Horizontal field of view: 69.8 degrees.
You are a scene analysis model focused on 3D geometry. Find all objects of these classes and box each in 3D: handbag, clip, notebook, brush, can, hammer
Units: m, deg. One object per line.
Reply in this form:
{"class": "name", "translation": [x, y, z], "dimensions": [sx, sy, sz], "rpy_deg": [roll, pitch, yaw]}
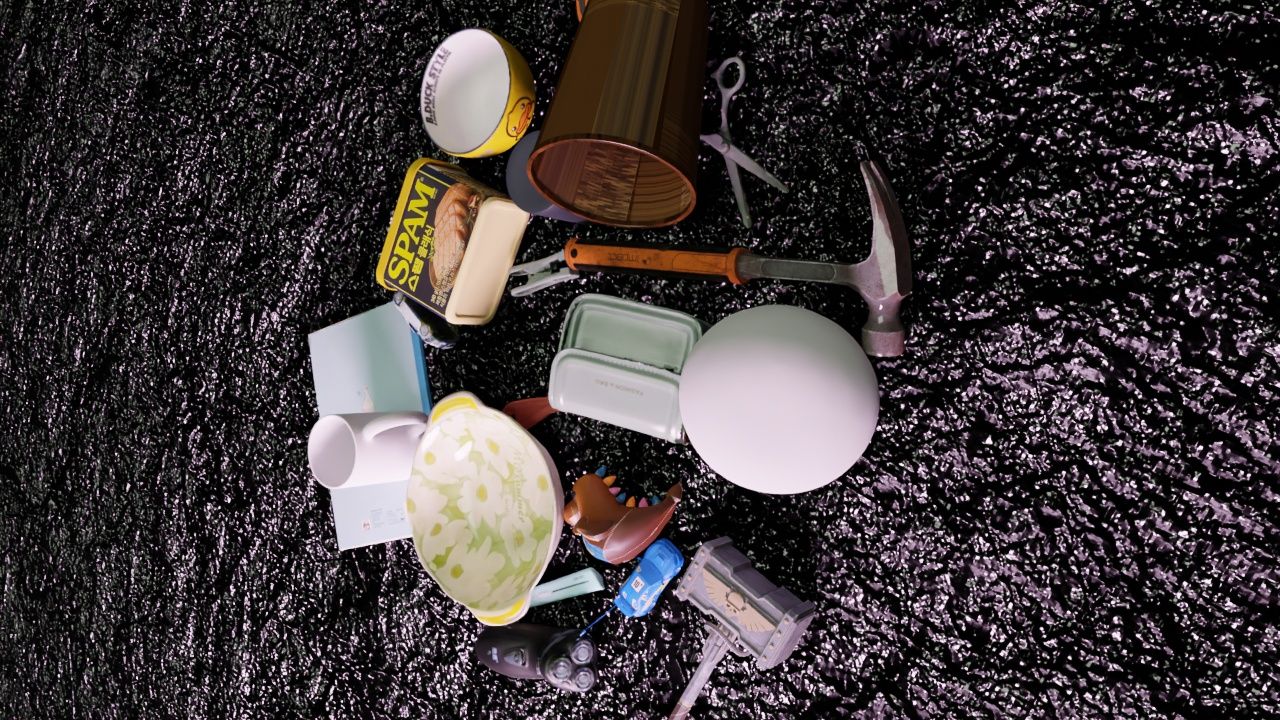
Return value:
{"class": "handbag", "translation": [-0.004, 0.004, 0.755], "dimensions": [0.122, 0.067, 0.106], "rpy_deg": [14, 89, 17]}
{"class": "clip", "translation": [-0.093, -0.082, 0.867], "dimensions": [0.076, 0.023, 0.042], "rpy_deg": [-15, 80, 31]}
{"class": "notebook", "translation": [-0.290, 0.072, 1.008], "dimensions": [0.181, 0.009, 0.253], "rpy_deg": [-16, 81, 33]}
{"class": "brush", "translation": [-0.073, 0.035, 0.848], "dimensions": [0.173, 0.030, 0.041], "rpy_deg": [-21, 78, 33]}
{"class": "can", "translation": [-0.182, -0.114, 0.897], "dimensions": [0.104, 0.075, 0.135], "rpy_deg": [29, 106, 28]}
{"class": "hammer", "translation": [0.064, -0.091, 0.744], "dimensions": [0.315, 0.034, 0.138], "rpy_deg": [9, 106, 36]}
{"class": "hammer", "translation": [0.027, 0.307, 0.770], "dimensions": [0.098, 0.044, 0.322], "rpy_deg": [36, 109, 29]}

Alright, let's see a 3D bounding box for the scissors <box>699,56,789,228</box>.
{"class": "scissors", "translation": [0.058, -0.180, 0.769], "dimensions": [0.158, 0.014, 0.141], "rpy_deg": [3, 91, 37]}

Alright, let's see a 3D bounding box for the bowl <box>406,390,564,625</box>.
{"class": "bowl", "translation": [-0.137, 0.136, 0.874], "dimensions": [0.189, 0.060, 0.219], "rpy_deg": [-23, 78, 31]}

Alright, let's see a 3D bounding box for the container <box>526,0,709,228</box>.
{"class": "container", "translation": [-0.007, -0.211, 0.730], "dimensions": [0.132, 0.132, 0.167], "rpy_deg": [-1, 69, 34]}

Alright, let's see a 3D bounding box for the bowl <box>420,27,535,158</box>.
{"class": "bowl", "translation": [-0.145, -0.249, 0.875], "dimensions": [0.117, 0.067, 0.117], "rpy_deg": [0, 90, 34]}

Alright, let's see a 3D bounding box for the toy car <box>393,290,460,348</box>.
{"class": "toy car", "translation": [-0.221, -0.041, 0.943], "dimensions": [0.090, 0.038, 0.027], "rpy_deg": [47, 116, 26]}

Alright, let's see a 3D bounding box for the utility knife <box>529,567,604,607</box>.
{"class": "utility knife", "translation": [-0.097, 0.225, 0.876], "dimensions": [0.166, 0.015, 0.022], "rpy_deg": [-25, 77, 35]}

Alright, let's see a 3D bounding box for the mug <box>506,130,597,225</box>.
{"class": "mug", "translation": [-0.059, -0.175, 0.810], "dimensions": [0.071, 0.077, 0.105], "rpy_deg": [39, 111, 28]}

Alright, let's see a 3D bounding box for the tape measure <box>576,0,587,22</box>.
{"class": "tape measure", "translation": [-0.027, -0.314, 0.815], "dimensions": [0.059, 0.038, 0.058], "rpy_deg": [50, 117, 9]}

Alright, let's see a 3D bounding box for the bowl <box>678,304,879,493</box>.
{"class": "bowl", "translation": [0.099, 0.037, 0.673], "dimensions": [0.150, 0.043, 0.150], "rpy_deg": [4, 109, 12]}

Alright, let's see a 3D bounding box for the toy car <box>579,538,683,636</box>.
{"class": "toy car", "translation": [-0.009, 0.196, 0.784], "dimensions": [0.033, 0.061, 0.092], "rpy_deg": [43, 112, 27]}

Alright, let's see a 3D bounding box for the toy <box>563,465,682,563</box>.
{"class": "toy", "translation": [-0.016, 0.125, 0.807], "dimensions": [0.103, 0.070, 0.090], "rpy_deg": [-39, 50, 1]}

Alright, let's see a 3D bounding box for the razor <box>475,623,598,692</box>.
{"class": "razor", "translation": [-0.101, 0.272, 0.845], "dimensions": [0.141, 0.063, 0.053], "rpy_deg": [-6, 86, 33]}

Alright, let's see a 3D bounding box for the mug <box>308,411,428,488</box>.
{"class": "mug", "translation": [-0.265, 0.081, 0.929], "dimensions": [0.111, 0.090, 0.073], "rpy_deg": [-33, 72, 28]}
